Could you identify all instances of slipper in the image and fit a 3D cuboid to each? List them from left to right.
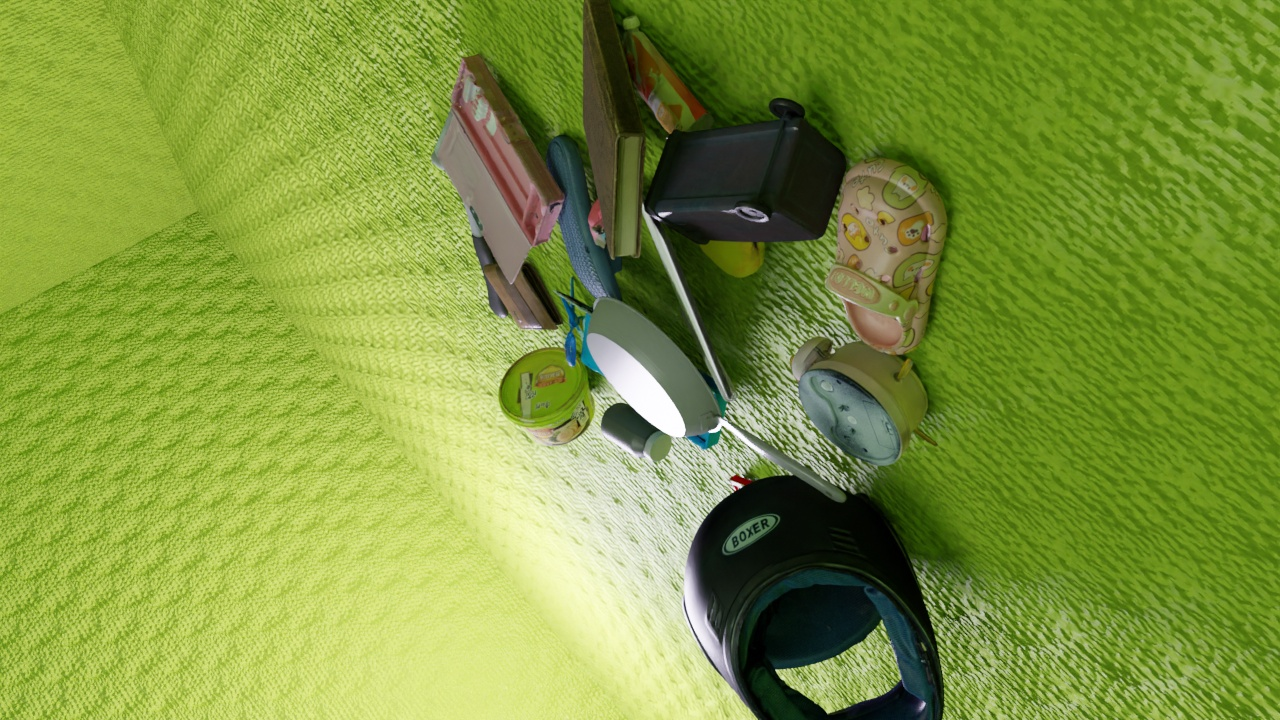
[{"bbox_3d":[-0.061,-0.163,1.090,0.104,0.059,0.214,8,116,67],"label":"slipper"},{"bbox_3d":[0.187,-0.071,0.753,0.093,0.081,0.197,35,153,35],"label":"slipper"}]

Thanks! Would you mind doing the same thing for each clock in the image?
[{"bbox_3d":[0.202,0.034,0.883,0.158,0.058,0.117,17,142,52],"label":"clock"}]

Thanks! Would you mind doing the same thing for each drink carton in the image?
[{"bbox_3d":[0.016,-0.259,0.862,0.122,0.038,0.069,54,157,11],"label":"drink carton"}]

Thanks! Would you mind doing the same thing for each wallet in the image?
[{"bbox_3d":[-0.178,-0.097,1.395,0.099,0.026,0.121,1,131,45],"label":"wallet"}]

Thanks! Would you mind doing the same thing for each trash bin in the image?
[{"bbox_3d":[0.083,-0.152,0.785,0.092,0.093,0.161,25,170,-38],"label":"trash bin"}]

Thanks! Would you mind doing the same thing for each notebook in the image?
[{"bbox_3d":[-0.027,-0.232,0.839,0.190,0.034,0.215,93,169,-51],"label":"notebook"},{"bbox_3d":[0.039,-0.081,0.940,0.245,0.013,0.178,-109,-4,-64],"label":"notebook"}]

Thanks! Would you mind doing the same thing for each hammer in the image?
[{"bbox_3d":[-0.244,-0.178,1.420,0.125,0.029,0.311,37,152,32],"label":"hammer"}]

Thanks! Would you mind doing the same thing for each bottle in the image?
[{"bbox_3d":[-0.006,0.106,1.346,0.108,0.060,0.060,28,146,42],"label":"bottle"}]

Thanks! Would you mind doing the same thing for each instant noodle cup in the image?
[{"bbox_3d":[-0.140,0.061,1.432,0.146,0.146,0.098,34,160,35],"label":"instant noodle cup"}]

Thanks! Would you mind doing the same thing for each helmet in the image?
[{"bbox_3d":[0.189,0.273,1.024,0.316,0.249,0.235,54,-174,-16],"label":"helmet"}]

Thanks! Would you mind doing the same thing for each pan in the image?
[{"bbox_3d":[0.066,0.056,0.997,0.356,0.050,0.201,39,162,27],"label":"pan"}]

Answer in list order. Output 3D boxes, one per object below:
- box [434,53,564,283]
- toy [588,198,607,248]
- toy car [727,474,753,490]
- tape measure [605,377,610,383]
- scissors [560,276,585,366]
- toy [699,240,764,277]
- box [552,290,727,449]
[{"bbox_3d":[-0.178,-0.235,1.139,0.232,0.039,0.179,60,146,15],"label":"box"},{"bbox_3d":[-0.029,-0.179,1.013,0.065,0.050,0.102,153,124,-80],"label":"toy"},{"bbox_3d":[0.149,0.191,1.228,0.038,0.025,0.089,14,135,54],"label":"toy car"},{"bbox_3d":[-0.037,0.008,1.321,0.064,0.016,0.065,12,133,56],"label":"tape measure"},{"bbox_3d":[-0.090,-0.054,1.278,0.127,0.015,0.125,5,-95,-78],"label":"scissors"},{"bbox_3d":[0.085,-0.124,0.907,0.094,0.041,0.095,22,142,56],"label":"toy"},{"bbox_3d":[0.006,-0.006,1.172,0.243,0.071,0.170,34,159,34],"label":"box"}]
